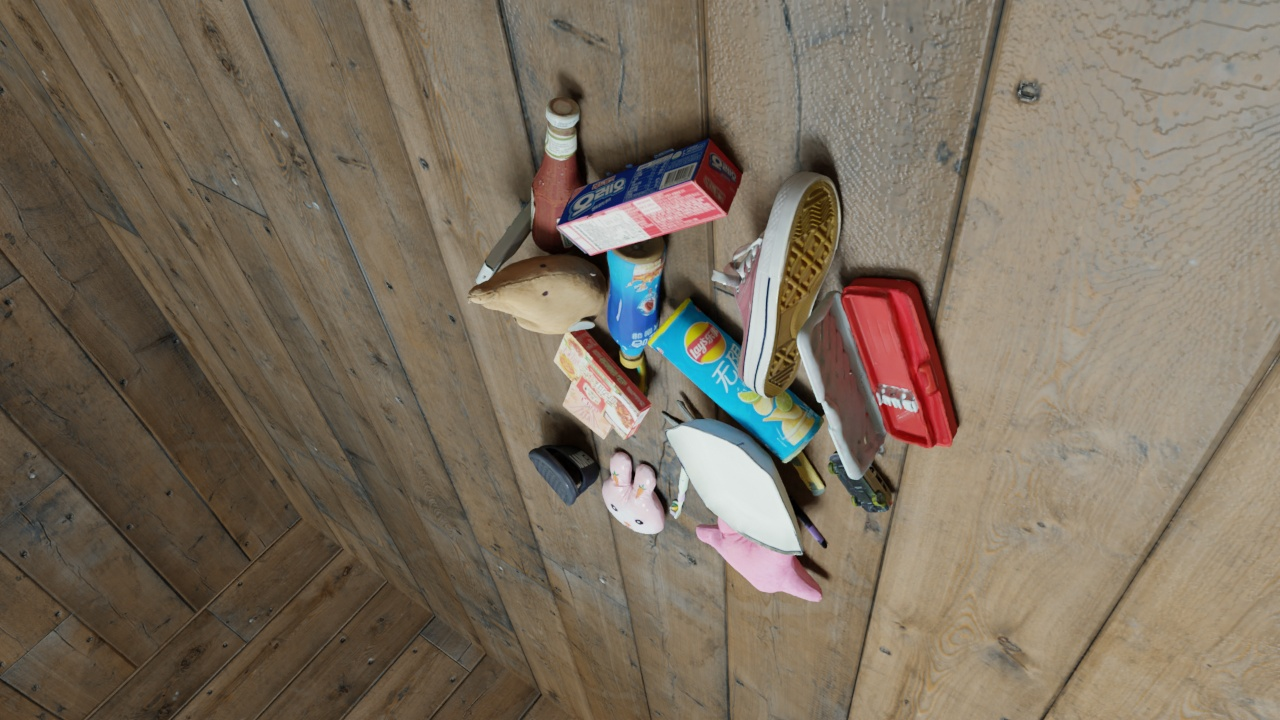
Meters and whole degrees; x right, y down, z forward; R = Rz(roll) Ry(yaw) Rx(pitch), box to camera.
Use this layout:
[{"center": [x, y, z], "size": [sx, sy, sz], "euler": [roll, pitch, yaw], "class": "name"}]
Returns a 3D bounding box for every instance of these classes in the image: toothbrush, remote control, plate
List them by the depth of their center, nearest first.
[{"center": [-0.155, -0.143, 1.100], "size": [0.024, 0.124, 0.049], "euler": [34, 149, -6], "class": "remote control"}, {"center": [0.126, 0.153, 1.139], "size": [0.162, 0.034, 0.266], "euler": [20, 151, 38], "class": "plate"}, {"center": [0.196, 0.183, 1.213], "size": [0.189, 0.014, 0.017], "euler": [51, 155, -16], "class": "toothbrush"}, {"center": [0.062, 0.181, 1.366], "size": [0.020, 0.029, 0.190], "euler": [-2, 144, -7], "class": "toothbrush"}]

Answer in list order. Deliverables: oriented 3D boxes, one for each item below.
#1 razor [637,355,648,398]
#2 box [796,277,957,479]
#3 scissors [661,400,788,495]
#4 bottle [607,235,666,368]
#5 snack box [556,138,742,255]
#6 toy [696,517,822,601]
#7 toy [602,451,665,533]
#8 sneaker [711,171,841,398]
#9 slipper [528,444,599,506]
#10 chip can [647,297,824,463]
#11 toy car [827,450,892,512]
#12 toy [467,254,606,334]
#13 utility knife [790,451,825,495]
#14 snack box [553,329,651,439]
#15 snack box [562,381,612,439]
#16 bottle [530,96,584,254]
[{"center": [-0.007, 0.007, 1.213], "size": [0.028, 0.043, 0.133], "euler": [14, 134, 27], "class": "razor"}, {"center": [0.231, 0.025, 0.886], "size": [0.095, 0.100, 0.201], "euler": [9, 137, 44], "class": "box"}, {"center": [0.114, 0.138, 1.241], "size": [0.225, 0.015, 0.189], "euler": [32, 156, 34], "class": "scissors"}, {"center": [-0.008, -0.066, 1.084], "size": [0.065, 0.065, 0.219], "euler": [32, 148, 18], "class": "bottle"}, {"center": [0.003, -0.161, 0.927], "size": [0.208, 0.057, 0.058], "euler": [-9, 142, 47], "class": "snack box"}, {"center": [0.178, 0.277, 1.297], "size": [0.194, 0.074, 0.179], "euler": [39, 151, -1], "class": "toy"}, {"center": [-0.013, 0.215, 1.469], "size": [0.121, 0.054, 0.160], "euler": [24, 137, 29], "class": "toy"}, {"center": [0.120, -0.075, 0.875], "size": [0.088, 0.118, 0.242], "euler": [36, 138, 32], "class": "sneaker"}, {"center": [-0.126, 0.180, 1.541], "size": [0.110, 0.083, 0.268], "euler": [49, 168, 5], "class": "slipper"}, {"center": [0.109, 0.023, 1.054], "size": [0.210, 0.071, 0.071], "euler": [42, 150, 1], "class": "chip can"}, {"center": [0.255, 0.137, 1.064], "size": [0.090, 0.035, 0.042], "euler": [51, 148, -13], "class": "toy car"}, {"center": [-0.118, -0.082, 1.081], "size": [0.082, 0.143, 0.226], "euler": [69, -166, 13], "class": "toy"}, {"center": [0.182, 0.102, 1.132], "size": [0.031, 0.019, 0.179], "euler": [-12, 116, 48], "class": "utility knife"}, {"center": [-0.052, 0.029, 1.233], "size": [0.153, 0.025, 0.075], "euler": [48, 142, 15], "class": "snack box"}, {"center": [-0.063, 0.052, 1.339], "size": [0.084, 0.026, 0.158], "euler": [39, 150, 7], "class": "snack box"}, {"center": [-0.091, -0.201, 1.016], "size": [0.060, 0.059, 0.206], "euler": [34, 149, 15], "class": "bottle"}]
